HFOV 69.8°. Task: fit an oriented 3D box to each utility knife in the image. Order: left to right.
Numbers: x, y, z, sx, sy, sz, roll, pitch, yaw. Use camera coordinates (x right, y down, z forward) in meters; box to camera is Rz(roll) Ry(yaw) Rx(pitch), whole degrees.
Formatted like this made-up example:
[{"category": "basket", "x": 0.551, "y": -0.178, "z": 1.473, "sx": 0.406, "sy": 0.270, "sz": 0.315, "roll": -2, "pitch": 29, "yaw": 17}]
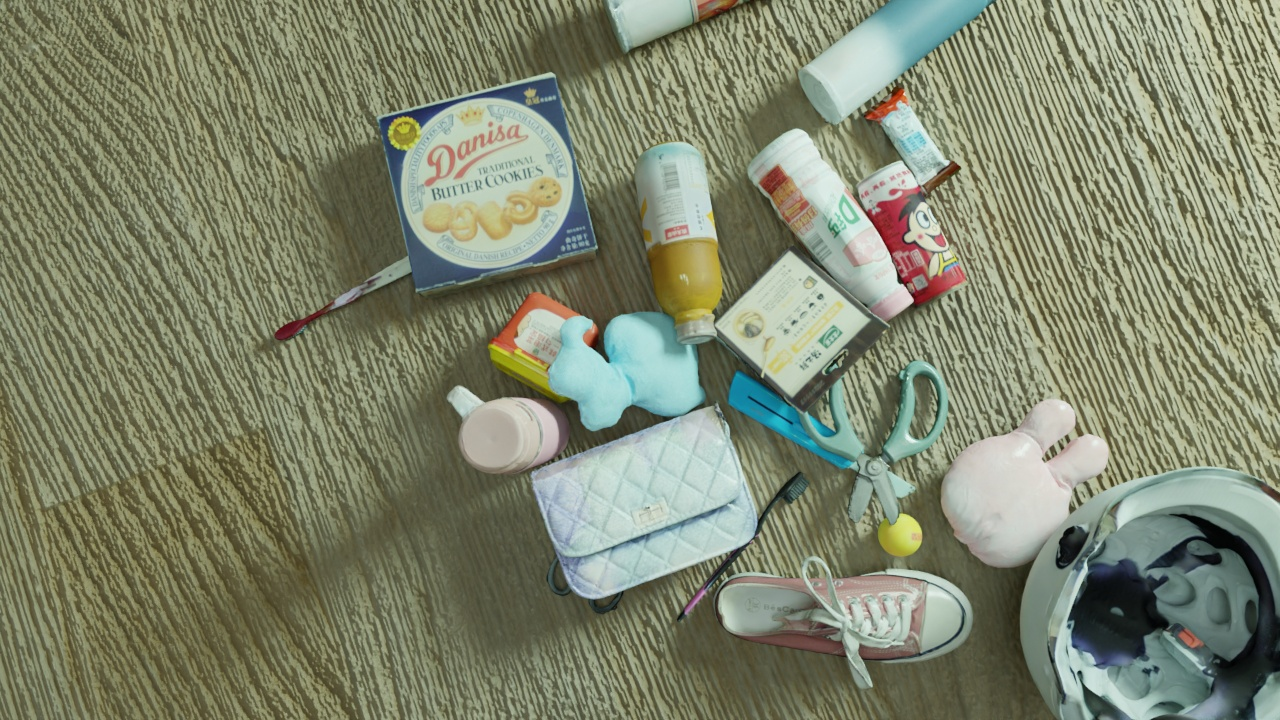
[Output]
[{"category": "utility knife", "x": 0.173, "y": 0.075, "z": 0.887, "sx": 0.204, "sy": 0.018, "sz": 0.034, "roll": 31, "pitch": 90, "yaw": 3}]

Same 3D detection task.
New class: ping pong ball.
[{"category": "ping pong ball", "x": 0.245, "y": 0.165, "z": 0.866, "sx": 0.040, "sy": 0.040, "sz": 0.040, "roll": 0, "pitch": 88, "yaw": 4}]

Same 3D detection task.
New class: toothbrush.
[{"category": "toothbrush", "x": -0.286, "y": -0.067, "z": 0.928, "sx": 0.187, "sy": 0.017, "sz": 0.016, "roll": -29, "pitch": 83, "yaw": 1}, {"category": "toothbrush", "x": 0.099, "y": 0.184, "z": 0.891, "sx": 0.018, "sy": 0.014, "sz": 0.189, "roll": 39, "pitch": 92, "yaw": -8}]

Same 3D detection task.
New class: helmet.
[{"category": "helmet", "x": 0.439, "y": 0.216, "z": 0.797, "sx": 0.229, "sy": 0.146, "sz": 0.258, "roll": 21, "pitch": 85, "yaw": -3}]

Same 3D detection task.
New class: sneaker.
[{"category": "sneaker", "x": 0.187, "y": 0.237, "z": 0.844, "sx": 0.241, "sy": 0.088, "sz": 0.118, "roll": 3, "pitch": 88, "yaw": 5}]

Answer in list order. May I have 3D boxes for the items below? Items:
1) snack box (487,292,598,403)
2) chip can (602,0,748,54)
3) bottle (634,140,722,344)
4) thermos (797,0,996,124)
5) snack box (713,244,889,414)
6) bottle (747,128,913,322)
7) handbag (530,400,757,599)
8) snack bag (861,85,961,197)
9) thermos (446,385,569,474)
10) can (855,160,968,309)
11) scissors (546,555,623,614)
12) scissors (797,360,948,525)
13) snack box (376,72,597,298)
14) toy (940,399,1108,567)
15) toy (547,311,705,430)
[{"category": "snack box", "x": -0.089, "y": -0.014, "z": 0.880, "sx": 0.091, "sy": 0.082, "sz": 0.080, "roll": 29, "pitch": 80, "yaw": 4}, {"category": "chip can", "x": 0.070, "y": -0.370, "z": 0.882, "sx": 0.215, "sy": 0.071, "sz": 0.071, "roll": -22, "pitch": 87, "yaw": 3}, {"category": "bottle", "x": 0.039, "y": -0.110, "z": 0.865, "sx": 0.068, "sy": 0.068, "sz": 0.189, "roll": -9, "pitch": 78, "yaw": 4}, {"category": "thermos", "x": 0.255, "y": -0.317, "z": 0.872, "sx": 0.220, "sy": 0.070, "sz": 0.070, "roll": -38, "pitch": 86, "yaw": 1}, {"category": "snack box", "x": 0.148, "y": -0.026, "z": 0.860, "sx": 0.113, "sy": 0.053, "sz": 0.125, "roll": -45, "pitch": 70, "yaw": 1}, {"category": "bottle", "x": 0.183, "y": -0.123, "z": 0.866, "sx": 0.068, "sy": 0.068, "sz": 0.197, "roll": -37, "pitch": 86, "yaw": 2}, {"category": "handbag", "x": 0.008, "y": 0.134, "z": 0.861, "sx": 0.194, "sy": 0.075, "sz": 0.134, "roll": -21, "pitch": 87, "yaw": -3}, {"category": "snack bag", "x": 0.261, "y": -0.212, "z": 0.885, "sx": 0.048, "sy": 0.026, "sz": 0.104, "roll": -37, "pitch": 87, "yaw": 8}, {"category": "thermos", "x": -0.117, "y": 0.059, "z": 0.819, "sx": 0.087, "sy": 0.198, "sz": 0.067, "roll": 44, "pitch": 92, "yaw": 6}, {"category": "can", "x": 0.255, "y": -0.119, "z": 0.868, "sx": 0.053, "sy": 0.053, "sz": 0.132, "roll": -26, "pitch": 86, "yaw": 3}, {"category": "scissors", "x": -0.036, "y": 0.160, "z": 0.902, "sx": 0.150, "sy": 0.014, "sz": 0.170, "roll": -14, "pitch": 87, "yaw": 3}, {"category": "scissors", "x": 0.205, "y": 0.065, "z": 0.871, "sx": 0.176, "sy": 0.019, "sz": 0.174, "roll": 24, "pitch": 80, "yaw": 6}, {"category": "snack box", "x": -0.149, "y": -0.170, "z": 0.900, "sx": 0.178, "sy": 0.046, "sz": 0.182, "roll": -14, "pitch": 88, "yaw": -1}, {"category": "toy", "x": 0.356, "y": 0.115, "z": 0.852, "sx": 0.159, "sy": 0.054, "sz": 0.121, "roll": -43, "pitch": 94, "yaw": 3}, {"category": "toy", "x": -0.005, "y": 0.005, "z": 0.862, "sx": 0.161, "sy": 0.050, "sz": 0.156, "roll": 49, "pitch": 66, "yaw": -21}]
